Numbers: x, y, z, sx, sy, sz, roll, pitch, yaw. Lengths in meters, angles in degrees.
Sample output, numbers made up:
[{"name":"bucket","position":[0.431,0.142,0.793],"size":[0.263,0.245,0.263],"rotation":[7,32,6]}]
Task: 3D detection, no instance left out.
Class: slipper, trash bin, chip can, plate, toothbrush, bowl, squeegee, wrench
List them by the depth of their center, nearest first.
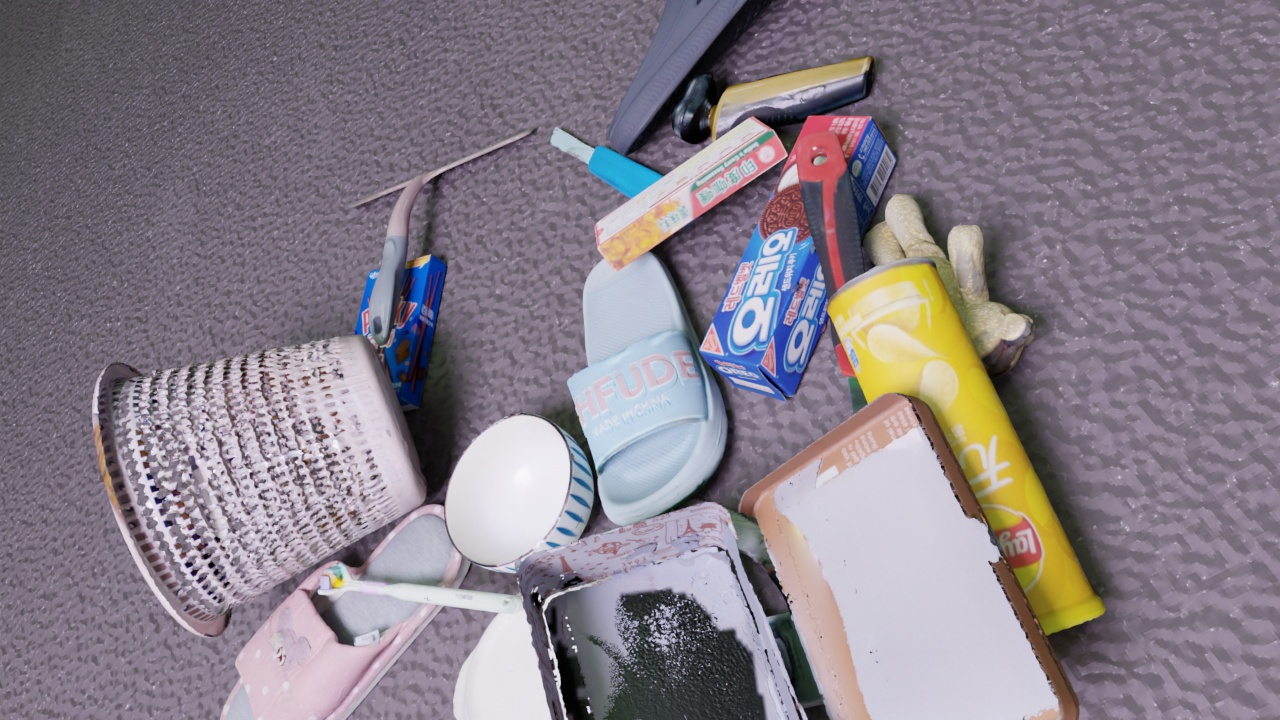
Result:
[{"name":"chip can","position":[0.176,0.049,0.514],"size":[0.072,0.072,0.213],"rotation":[-25,70,19]},{"name":"wrench","position":[0.143,-0.025,0.594],"size":[0.056,0.016,0.273],"rotation":[-19,74,22]},{"name":"plate","position":[-0.067,0.213,0.622],"size":[0.164,0.034,0.163],"rotation":[-50,38,0]},{"name":"toothbrush","position":[-0.166,0.171,0.680],"size":[0.190,0.020,0.029],"rotation":[-1,46,29]},{"name":"slipper","position":[-0.004,0.004,0.685],"size":[0.104,0.074,0.245],"rotation":[-25,51,19]},{"name":"bowl","position":[-0.082,0.105,0.687],"size":[0.117,0.066,0.116],"rotation":[-16,58,27]},{"name":"trash bin","position":[-0.286,0.078,0.737],"size":[0.192,0.228,0.227],"rotation":[-20,51,-12]},{"name":"slipper","position":[-0.247,0.220,0.739],"size":[0.274,0.054,0.114],"rotation":[-43,50,4]},{"name":"slipper","position":[0.046,-0.301,0.784],"size":[0.083,0.110,0.268],"rotation":[40,96,-1]},{"name":"squeegee","position":[-0.229,-0.119,0.890],"size":[0.248,0.040,0.249],"rotation":[-15,48,24]}]

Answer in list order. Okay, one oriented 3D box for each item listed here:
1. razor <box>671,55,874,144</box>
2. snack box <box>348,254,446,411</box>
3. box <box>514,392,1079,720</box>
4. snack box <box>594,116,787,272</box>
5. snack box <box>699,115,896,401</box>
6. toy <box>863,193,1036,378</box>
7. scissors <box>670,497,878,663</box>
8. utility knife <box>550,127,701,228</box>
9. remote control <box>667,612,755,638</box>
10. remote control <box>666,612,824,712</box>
[{"name":"razor","position":[0.107,-0.216,0.748],"size":[0.168,0.062,0.067],"rotation":[-9,91,23]},{"name":"snack box","position":[-0.238,-0.023,0.882],"size":[0.085,0.026,0.156],"rotation":[-11,60,28]},{"name":"box","position":[0.067,0.154,0.489],"size":[0.274,0.125,0.178],"rotation":[-28,58,15]},{"name":"snack box","position":[0.035,-0.132,0.715],"size":[0.156,0.027,0.077],"rotation":[-33,20,9]},{"name":"snack box","position":[0.116,-0.077,0.663],"size":[0.058,0.057,0.207],"rotation":[15,75,42]},{"name":"toy","position":[0.195,-0.048,0.601],"size":[0.105,0.066,0.157],"rotation":[-60,37,35]},{"name":"scissors","position":[0.087,0.133,0.579],"size":[0.206,0.015,0.196],"rotation":[-14,37,14]},{"name":"utility knife","position":[-0.020,-0.171,0.826],"size":[0.216,0.018,0.034],"rotation":[38,90,39]},{"name":"remote control","position":[0.021,0.203,0.596],"size":[0.137,0.024,0.053],"rotation":[-29,54,17]},{"name":"remote control","position":[0.045,0.193,0.557],"size":[0.135,0.019,0.056],"rotation":[-12,59,1]}]
